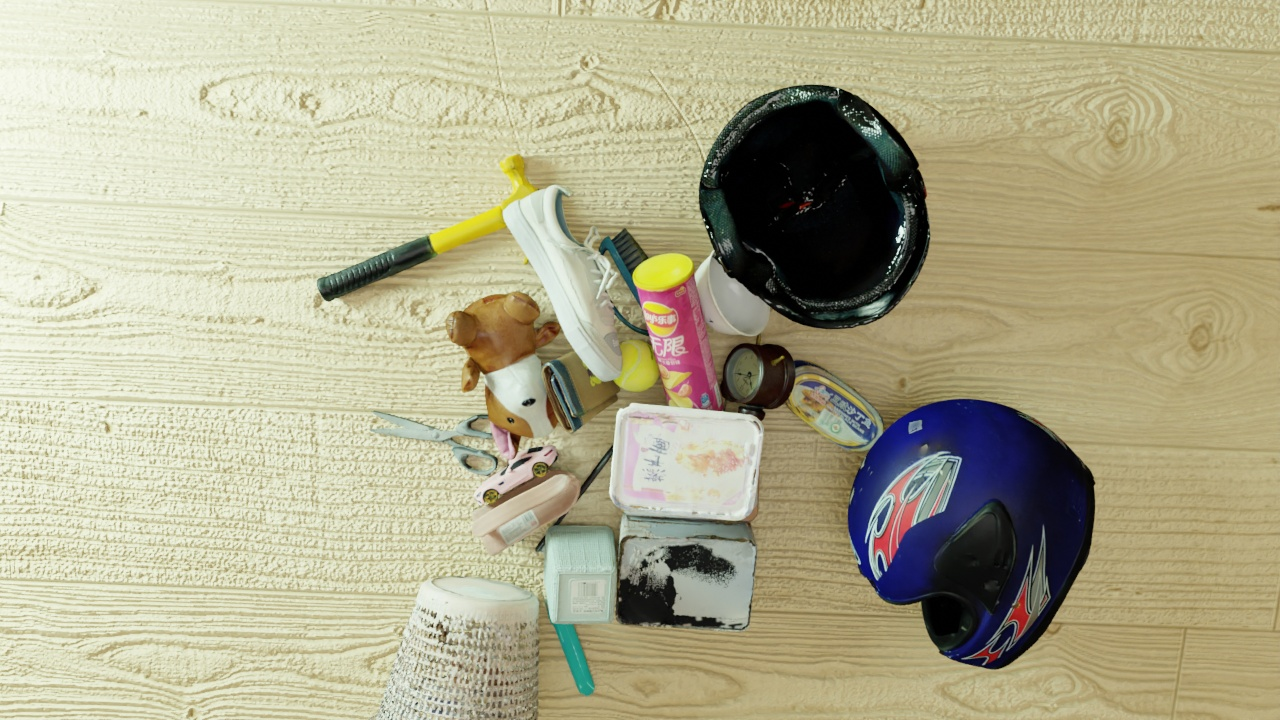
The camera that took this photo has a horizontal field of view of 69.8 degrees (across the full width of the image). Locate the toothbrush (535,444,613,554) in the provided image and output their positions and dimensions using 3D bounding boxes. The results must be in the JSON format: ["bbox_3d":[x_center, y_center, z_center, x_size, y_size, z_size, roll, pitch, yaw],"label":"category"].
[{"bbox_3d":[-0.082,0.182,1.201,0.018,0.015,0.181,33,98,-12],"label":"toothbrush"}]

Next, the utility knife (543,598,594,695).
[{"bbox_3d":[-0.095,0.385,1.235,0.029,0.013,0.151,-17,101,5],"label":"utility knife"}]

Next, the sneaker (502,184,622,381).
[{"bbox_3d":[-0.067,-0.095,1.091,0.091,0.089,0.242,-27,94,12],"label":"sneaker"}]

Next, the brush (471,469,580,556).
[{"bbox_3d":[-0.142,0.187,1.167,0.146,0.073,0.063,-30,70,3],"label":"brush"}]

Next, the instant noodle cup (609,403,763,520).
[{"bbox_3d":[0.054,0.114,1.101,0.173,0.060,0.138,6,109,2],"label":"instant noodle cup"}]

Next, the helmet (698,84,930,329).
[{"bbox_3d":[0.199,-0.174,1.040,0.234,0.229,0.275,-30,97,19],"label":"helmet"}]

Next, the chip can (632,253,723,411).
[{"bbox_3d":[0.048,-0.020,1.098,0.071,0.071,0.211,-14,125,1],"label":"chip can"}]

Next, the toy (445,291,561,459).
[{"bbox_3d":[-0.151,0.015,1.127,0.140,0.130,0.200,-20,108,-8],"label":"toy"}]

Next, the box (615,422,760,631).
[{"bbox_3d":[0.060,0.201,1.172,0.179,0.105,0.261,4,104,-1],"label":"box"}]

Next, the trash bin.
[{"bbox_3d":[-0.215,0.380,1.145,0.227,0.227,0.192,9,86,-2],"label":"trash bin"}]

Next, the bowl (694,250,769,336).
[{"bbox_3d":[0.098,-0.078,1.129,0.065,0.118,0.118,-20,101,40],"label":"bowl"}]

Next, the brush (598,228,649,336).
[{"bbox_3d":[-0.010,-0.088,1.138,0.073,0.055,0.144,-31,98,4],"label":"brush"}]

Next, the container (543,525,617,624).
[{"bbox_3d":[-0.075,0.273,1.159,0.090,0.111,0.090,2,105,-8],"label":"container"}]

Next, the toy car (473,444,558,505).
[{"bbox_3d":[-0.160,0.143,1.173,0.122,0.056,0.037,-30,97,1],"label":"toy car"}]

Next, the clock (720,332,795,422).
[{"bbox_3d":[0.140,0.029,1.142,0.055,0.082,0.122,8,122,-36],"label":"clock"}]

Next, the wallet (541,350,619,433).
[{"bbox_3d":[-0.071,0.030,1.129,0.033,0.115,0.090,-16,99,30],"label":"wallet"}]

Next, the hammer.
[{"bbox_3d":[-0.259,-0.142,1.140,0.301,0.033,0.129,-22,97,3],"label":"hammer"}]

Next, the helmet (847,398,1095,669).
[{"bbox_3d":[0.368,0.197,1.097,0.240,0.246,0.316,19,109,1],"label":"helmet"}]

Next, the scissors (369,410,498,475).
[{"bbox_3d":[-0.261,0.103,1.188,0.168,0.014,0.156,-27,97,4],"label":"scissors"}]

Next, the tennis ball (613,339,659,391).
[{"bbox_3d":[-0.007,0.007,1.148,0.065,0.065,0.065,0,99,-1],"label":"tennis ball"}]

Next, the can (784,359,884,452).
[{"bbox_3d":[0.240,0.058,1.167,0.148,0.049,0.075,36,96,-5],"label":"can"}]
